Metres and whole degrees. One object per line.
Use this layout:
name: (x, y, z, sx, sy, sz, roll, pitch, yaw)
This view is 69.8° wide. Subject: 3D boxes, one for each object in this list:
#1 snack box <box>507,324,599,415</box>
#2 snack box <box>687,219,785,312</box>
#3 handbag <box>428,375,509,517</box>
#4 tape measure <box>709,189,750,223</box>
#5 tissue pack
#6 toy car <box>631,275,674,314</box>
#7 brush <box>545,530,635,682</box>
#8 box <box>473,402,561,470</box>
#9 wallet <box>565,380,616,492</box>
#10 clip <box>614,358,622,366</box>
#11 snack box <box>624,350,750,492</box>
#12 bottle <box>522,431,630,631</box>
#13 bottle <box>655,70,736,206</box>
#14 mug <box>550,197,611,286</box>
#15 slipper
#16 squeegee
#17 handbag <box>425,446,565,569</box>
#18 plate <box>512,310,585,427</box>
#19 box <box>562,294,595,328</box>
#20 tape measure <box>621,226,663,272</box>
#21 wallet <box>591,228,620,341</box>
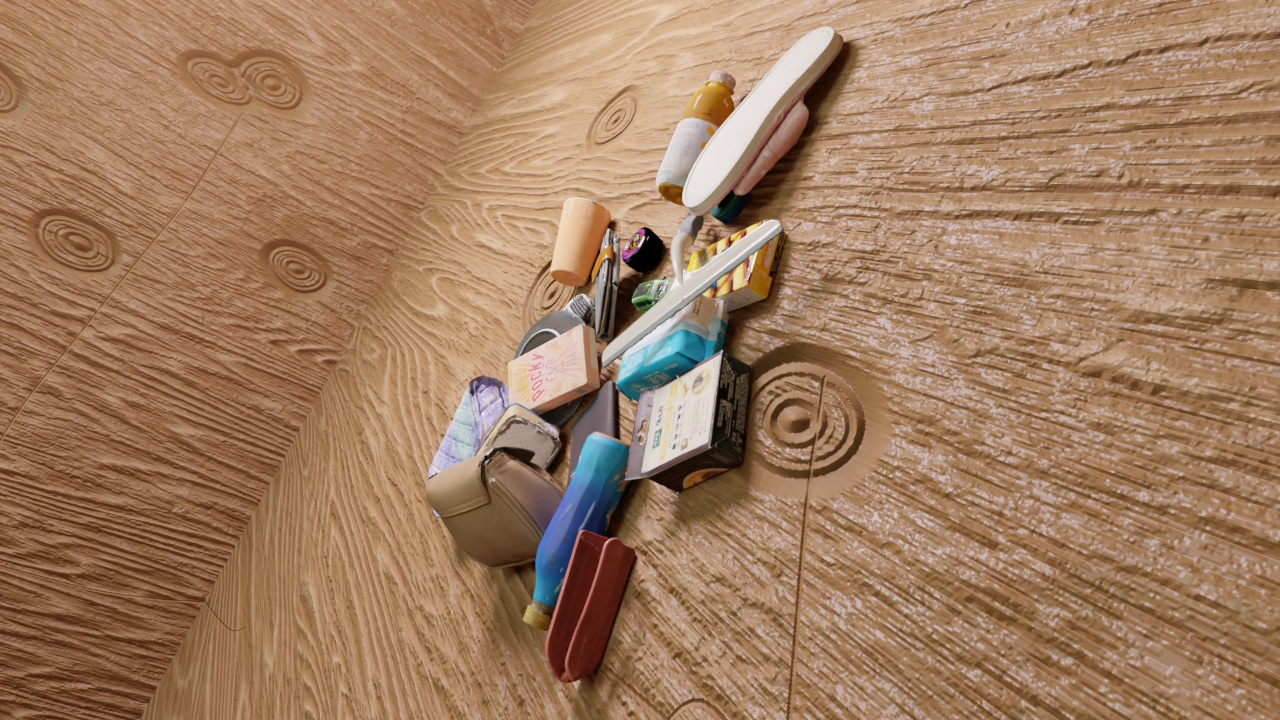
snack box: (-0.119, 0.019, 1.230, 0.158, 0.026, 0.084, -25, 62, 38)
snack box: (0.097, -0.096, 1.026, 0.141, 0.033, 0.086, -21, 46, 57)
handbag: (-0.244, 0.134, 1.335, 0.194, 0.075, 0.134, -57, 37, 33)
tape measure: (0.107, -0.196, 1.118, 0.058, 0.025, 0.054, -48, 27, 27)
tissue pack: (0.037, -0.009, 1.010, 0.140, 0.063, 0.089, -28, 36, 46)
toy car: (0.024, -0.080, 1.144, 0.091, 0.036, 0.043, -5, 58, 56)
brush: (-0.053, 0.247, 0.914, 0.069, 0.063, 0.145, -34, 35, 67)
box: (-0.184, 0.151, 1.222, 0.184, 0.090, 0.059, -52, 14, 13)
wallet: (-0.060, 0.095, 1.138, 0.097, 0.020, 0.122, -46, 27, 30)
clip: (-0.011, 0.008, 1.120, 0.093, 0.035, 0.103, -22, 53, 48)
snack box: (0.048, 0.064, 0.926, 0.126, 0.053, 0.113, -33, 37, 46)
bottle: (-0.070, 0.187, 1.004, 0.065, 0.065, 0.218, 6, 69, 63)
bottle: (0.080, -0.299, 1.224, 0.068, 0.068, 0.189, -7, 58, 60)
mug: (-0.098, -0.182, 1.434, 0.078, 0.078, 0.122, -15, 56, 57)
slipper: (0.149, -0.276, 1.085, 0.274, 0.054, 0.114, -53, 28, -3)
squeegee: (0.053, -0.129, 1.048, 0.247, 0.039, 0.246, -37, 18, 24)
handbag: (-0.167, 0.174, 1.111, 0.205, 0.148, 0.099, -24, 19, 49)
plate: (-0.134, 0.013, 1.284, 0.180, 0.024, 0.179, -17, 65, 40)
box: (-0.119, -0.024, 1.328, 0.071, 0.057, 0.164, 42, 103, 39)
tape measure: (0.005, -0.148, 1.244, 0.058, 0.039, 0.057, -52, 26, 7)
wallet: (-0.049, -0.107, 1.261, 0.129, 0.037, 0.107, -92, 8, -49)
